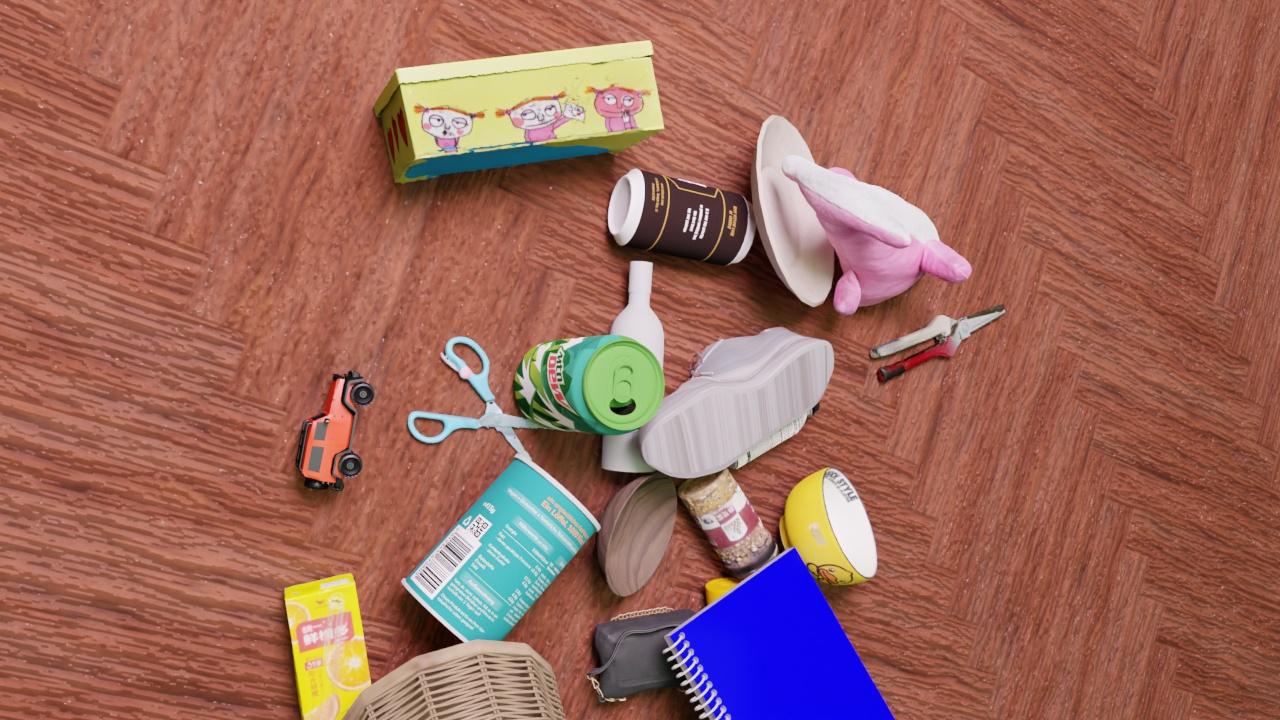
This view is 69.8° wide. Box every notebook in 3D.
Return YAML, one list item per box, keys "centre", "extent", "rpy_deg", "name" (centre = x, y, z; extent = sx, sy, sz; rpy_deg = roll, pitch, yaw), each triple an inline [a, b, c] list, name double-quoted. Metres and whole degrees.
- centre: [0.133, 0.307, 0.845]
  extent: [0.171, 0.022, 0.209]
  rpy_deg: [-27, 84, -30]
  name: "notebook"

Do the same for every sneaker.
- centre: [0.076, 0.031, 0.881]
  extent: [0.235, 0.089, 0.099]
  rpy_deg: [-23, 121, -31]
  name: "sneaker"

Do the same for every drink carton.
- centre: [-0.259, 0.252, 0.766]
  extent: [0.058, 0.043, 0.134]
  rpy_deg: [-9, 94, -22]
  name: "drink carton"

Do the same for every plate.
- centre: [0.144, -0.144, 0.901]
  extent: [0.188, 0.027, 0.188]
  rpy_deg: [26, 59, -54]
  name: "plate"

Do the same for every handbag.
- centre: [0.009, 0.284, 0.877]
  extent: [0.128, 0.054, 0.079]
  rpy_deg: [-1, 95, -26]
  name: "handbag"

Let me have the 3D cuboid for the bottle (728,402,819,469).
- centre: [0.132, 0.066, 0.932]
  extent: [0.115, 0.041, 0.041]
  rpy_deg: [-28, 101, -21]
  name: "bottle"

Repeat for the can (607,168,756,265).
- centre: [0.039, -0.134, 0.871]
  extent: [0.128, 0.072, 0.072]
  rpy_deg: [9, 87, -23]
  name: "can"

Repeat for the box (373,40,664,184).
- centre: [-0.105, -0.210, 0.783]
  extent: [0.220, 0.124, 0.079]
  rpy_deg: [-11, 95, -21]
  name: "box"

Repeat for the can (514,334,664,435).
- centre: [-0.046, 0.021, 0.794]
  extent: [0.083, 0.144, 0.083]
  rpy_deg: [1, 88, -29]
  name: "can"

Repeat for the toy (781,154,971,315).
- centre: [0.224, -0.107, 0.909]
  extent: [0.128, 0.186, 0.265]
  rpy_deg: [-54, 147, 12]
  name: "toy"

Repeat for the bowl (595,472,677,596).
- centre: [-0.010, 0.158, 0.859]
  extent: [0.119, 0.032, 0.119]
  rpy_deg: [-33, 131, -49]
  name: "bowl"

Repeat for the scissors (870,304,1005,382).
- centre: [0.341, -0.021, 1.035]
  extent: [0.188, 0.015, 0.140]
  rpy_deg: [13, 84, -23]
  name: "scissors"

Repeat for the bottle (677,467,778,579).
- centre: [0.086, 0.158, 0.905]
  extent: [0.056, 0.056, 0.105]
  rpy_deg: [-38, 105, -18]
  name: "bottle"

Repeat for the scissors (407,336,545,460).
- centre: [-0.150, 0.053, 0.826]
  extent: [0.117, 0.015, 0.139]
  rpy_deg: [-40, 103, -18]
  name: "scissors"

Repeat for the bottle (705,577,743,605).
- centre: [0.093, 0.294, 0.918]
  extent: [0.043, 0.043, 0.143]
  rpy_deg: [-8, 94, -23]
  name: "bottle"

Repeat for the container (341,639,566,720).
- centre: [-0.124, 0.355, 0.704]
  extent: [0.226, 0.196, 0.227]
  rpy_deg: [-16, 133, -18]
  name: "container"

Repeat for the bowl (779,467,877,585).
- centre: [0.185, 0.174, 0.932]
  extent: [0.117, 0.068, 0.117]
  rpy_deg: [41, 35, -38]
  name: "bowl"

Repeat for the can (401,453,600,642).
- centre: [-0.119, 0.167, 0.793]
  extent: [0.099, 0.099, 0.143]
  rpy_deg: [47, 74, -17]
  name: "can"

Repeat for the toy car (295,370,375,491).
- centre: [-0.253, 0.057, 0.760]
  extent: [0.048, 0.051, 0.100]
  rpy_deg: [11, 87, -25]
  name: "toy car"

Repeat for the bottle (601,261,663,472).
- centre: [-0.005, 0.005, 0.865]
  extent: [0.052, 0.052, 0.195]
  rpy_deg: [4, 90, -23]
  name: "bottle"
